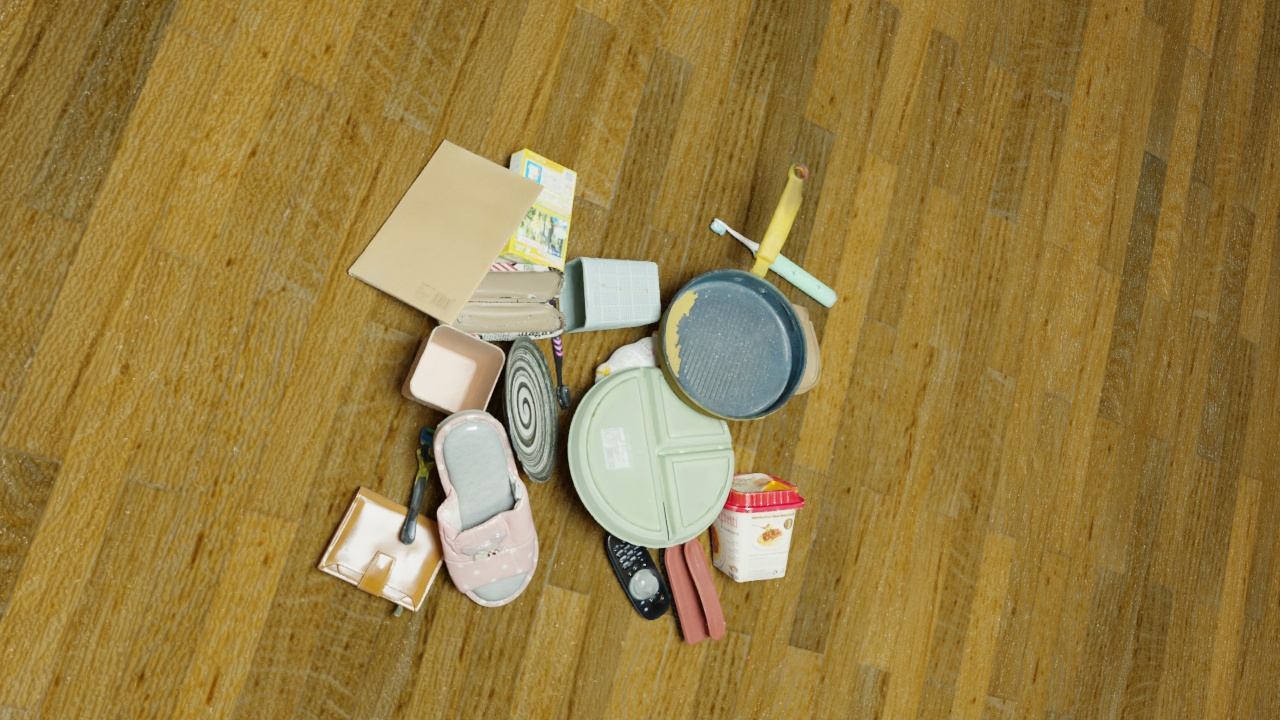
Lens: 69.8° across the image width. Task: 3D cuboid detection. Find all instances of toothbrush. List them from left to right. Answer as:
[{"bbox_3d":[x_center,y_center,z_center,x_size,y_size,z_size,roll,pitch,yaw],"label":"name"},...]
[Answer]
[{"bbox_3d":[-0.108,-0.030,1.194,0.014,0.018,0.189,-5,87,-33],"label":"toothbrush"},{"bbox_3d":[0.195,-0.143,1.325,0.224,0.026,0.027,31,96,-18],"label":"toothbrush"}]

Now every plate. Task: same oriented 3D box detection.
[{"bbox_3d":[-0.137,0.059,1.110,0.024,0.179,0.179,-7,88,13],"label":"plate"},{"bbox_3d":[0.021,0.115,1.139,0.230,0.028,0.230,8,71,-24],"label":"plate"}]

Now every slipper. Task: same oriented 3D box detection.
[{"bbox_3d":[-0.179,0.183,1.071,0.114,0.054,0.275,-13,118,-15],"label":"slipper"}]

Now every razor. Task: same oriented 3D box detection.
[{"bbox_3d":[-0.263,0.153,1.099,0.042,0.022,0.142,27,61,-33],"label":"razor"}]

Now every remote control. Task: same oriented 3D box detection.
[{"bbox_3d":[-0.006,0.278,1.209,0.053,0.024,0.136,-30,100,-25],"label":"remote control"}]

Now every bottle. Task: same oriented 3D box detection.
[{"bbox_3d":[-0.007,0.007,1.208,0.108,0.063,0.063,-42,102,-20],"label":"bottle"}]

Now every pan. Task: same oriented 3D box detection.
[{"bbox_3d":[0.147,-0.093,1.181,0.197,0.078,0.356,23,71,-12],"label":"pan"}]

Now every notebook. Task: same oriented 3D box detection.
[{"bbox_3d":[-0.234,-0.158,1.112,0.149,0.012,0.211,27,74,13],"label":"notebook"}]

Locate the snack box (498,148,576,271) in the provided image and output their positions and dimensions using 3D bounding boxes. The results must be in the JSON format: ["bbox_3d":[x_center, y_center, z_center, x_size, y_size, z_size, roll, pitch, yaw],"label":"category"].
[{"bbox_3d":[-0.131,-0.188,1.169,0.086,0.034,0.140,17,73,-41],"label":"snack box"}]

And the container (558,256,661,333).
[{"bbox_3d":[-0.039,-0.084,1.190,0.111,0.090,0.090,-2,87,-26],"label":"container"}]

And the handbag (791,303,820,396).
[{"bbox_3d":[0.144,-0.022,1.260,0.204,0.100,0.147,15,73,-21],"label":"handbag"}]

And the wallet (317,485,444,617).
[{"bbox_3d":[-0.301,0.230,1.086,0.130,0.035,0.118,30,69,-18],"label":"wallet"}]

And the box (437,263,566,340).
[{"bbox_3d":[-0.169,-0.070,1.137,0.161,0.075,0.085,-2,60,-23],"label":"box"}]

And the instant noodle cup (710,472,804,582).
[{"bbox_3d":[0.149,0.224,1.238,0.116,0.116,0.124,-2,99,-23],"label":"instant noodle cup"}]

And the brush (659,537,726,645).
[{"bbox_3d":[0.071,0.297,1.214,0.063,0.069,0.146,-17,92,-29],"label":"brush"}]

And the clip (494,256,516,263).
[{"bbox_3d":[-0.185,-0.143,1.160,0.099,0.035,0.098,3,87,-27],"label":"clip"}]

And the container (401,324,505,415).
[{"bbox_3d":[-0.227,0.017,1.088,0.090,0.111,0.089,25,77,-19],"label":"container"}]
